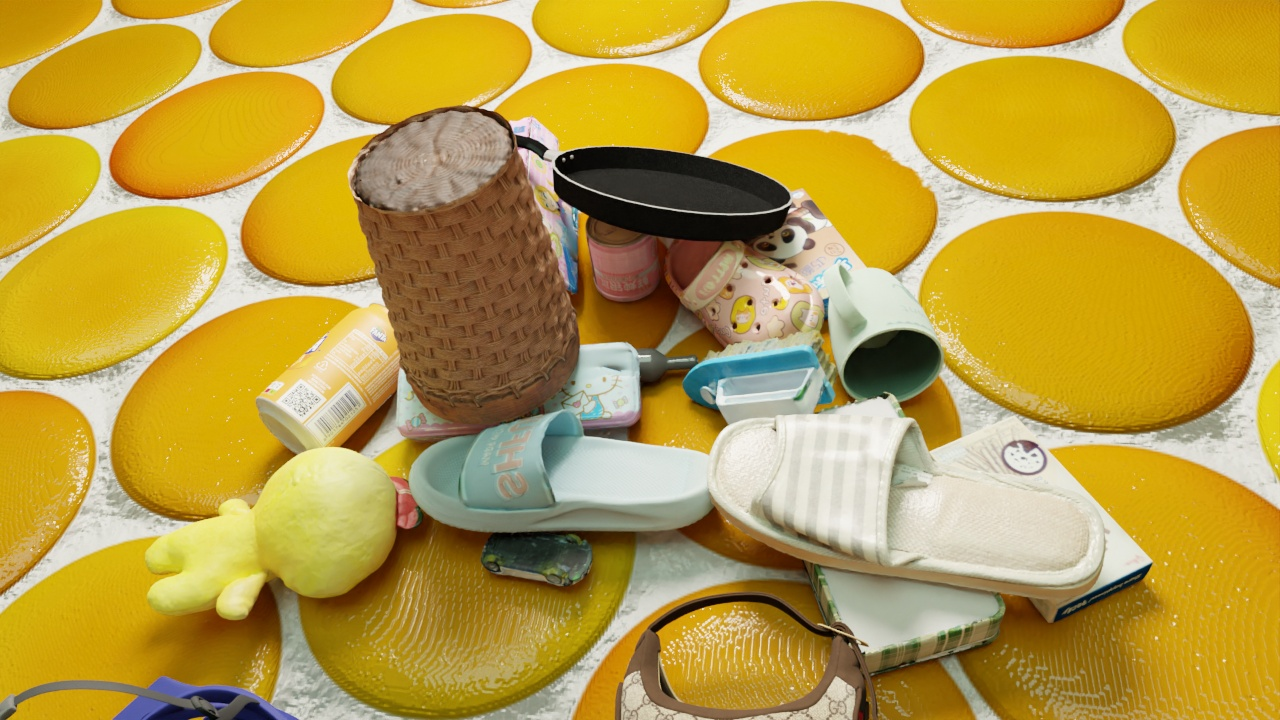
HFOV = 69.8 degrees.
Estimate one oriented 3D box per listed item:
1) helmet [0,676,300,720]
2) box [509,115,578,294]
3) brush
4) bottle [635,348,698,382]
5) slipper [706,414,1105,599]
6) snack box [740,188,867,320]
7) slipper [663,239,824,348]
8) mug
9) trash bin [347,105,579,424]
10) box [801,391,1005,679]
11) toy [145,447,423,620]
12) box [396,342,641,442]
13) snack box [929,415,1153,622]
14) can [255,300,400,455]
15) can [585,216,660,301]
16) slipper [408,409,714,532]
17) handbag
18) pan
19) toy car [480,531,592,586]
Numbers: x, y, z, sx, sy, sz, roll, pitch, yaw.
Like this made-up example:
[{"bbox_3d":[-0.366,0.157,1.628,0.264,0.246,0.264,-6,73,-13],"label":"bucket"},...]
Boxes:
[{"bbox_3d":[-0.252,0.265,0.504,0.147,0.228,0.241,-42,54,-14],"label":"helmet"},{"bbox_3d":[-0.100,-0.155,0.941,0.077,0.085,0.229,-4,49,2],"label":"box"},{"bbox_3d":[0.089,0.021,0.755,0.136,0.055,0.075,-8,33,41],"label":"brush"},{"bbox_3d":[-0.005,0.005,0.821,0.113,0.030,0.030,-3,49,6],"label":"bottle"},{"bbox_3d":[0.178,0.096,0.639,0.273,0.054,0.114,13,59,19],"label":"slipper"},{"bbox_3d":[0.151,-0.101,0.886,0.087,0.034,0.151,-19,49,-8],"label":"snack box"},{"bbox_3d":[0.074,-0.067,0.825,0.093,0.081,0.197,-55,47,9],"label":"slipper"},{"bbox_3d":[0.192,-0.035,0.774,0.084,0.111,0.103,-35,33,23],"label":"mug"},{"bbox_3d":[-0.138,-0.071,0.707,0.151,0.210,0.151,-5,49,6],"label":"trash bin"},{"bbox_3d":[0.171,0.123,0.681,0.117,0.050,0.205,-17,48,-2],"label":"box"},{"bbox_3d":[-0.276,0.132,0.714,0.207,0.092,0.133,-25,47,-10],"label":"toy"},{"bbox_3d":[-0.105,0.028,0.793,0.214,0.036,0.076,-5,77,6],"label":"box"},{"bbox_3d":[0.291,0.114,0.684,0.082,0.026,0.150,-22,49,-11],"label":"snack box"},{"bbox_3d":[-0.265,0.017,0.818,0.079,0.079,0.142,23,56,26],"label":"can"},{"bbox_3d":[-0.016,-0.104,0.887,0.067,0.076,0.067,-4,49,5],"label":"can"},{"bbox_3d":[-0.058,0.081,0.721,0.245,0.074,0.103,2,28,8],"label":"slipper"},{"bbox_3d":[0.069,0.216,0.587,0.167,0.063,0.138,-6,59,17],"label":"handbag"},{"bbox_3d":[-0.032,-0.178,0.879,0.357,0.034,0.224,17,26,17],"label":"pan"},{"bbox_3d":[-0.078,0.152,0.706,0.090,0.027,0.038,7,43,18],"label":"toy car"}]
